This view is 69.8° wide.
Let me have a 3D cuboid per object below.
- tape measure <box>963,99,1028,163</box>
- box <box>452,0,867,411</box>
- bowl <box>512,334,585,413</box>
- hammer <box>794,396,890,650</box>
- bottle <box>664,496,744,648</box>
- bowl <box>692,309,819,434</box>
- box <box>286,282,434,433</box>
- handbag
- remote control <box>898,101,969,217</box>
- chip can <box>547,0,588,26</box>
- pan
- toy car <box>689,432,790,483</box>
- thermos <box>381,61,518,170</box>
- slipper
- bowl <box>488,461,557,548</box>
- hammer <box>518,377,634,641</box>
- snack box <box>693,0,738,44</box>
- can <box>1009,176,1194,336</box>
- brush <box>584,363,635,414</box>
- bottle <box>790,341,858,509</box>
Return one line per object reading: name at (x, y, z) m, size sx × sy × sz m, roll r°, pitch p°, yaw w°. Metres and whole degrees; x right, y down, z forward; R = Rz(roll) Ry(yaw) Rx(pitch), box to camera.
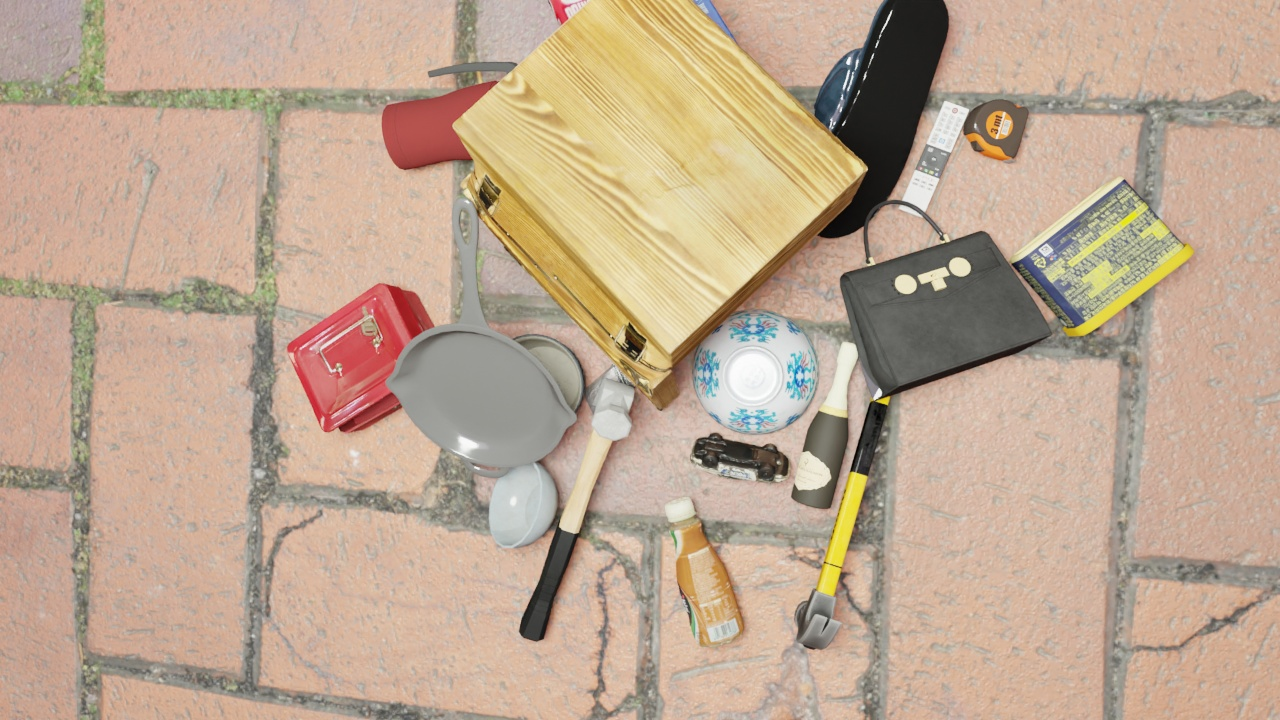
tape measure at (0.375, -0.246, 0.977) m, size 0.059 × 0.038 × 0.058 m, roll 13°, pitch 96°, yaw -5°
box at (-0.001, -0.132, 0.915) m, size 0.286 × 0.336 × 0.279 m, roll -42°, pitch 83°, yaw -5°
bowl at (-0.116, 0.027, 1.061) m, size 0.115 × 0.059 × 0.115 m, roll 1°, pitch 93°, yaw 10°
hammer at (0.226, 0.151, 0.983) m, size 0.034 × 0.170 × 0.324 m, roll 17°, pitch 83°, yaw 8°
bottle at (0.067, 0.238, 1.042) m, size 0.059 × 0.059 × 0.167 m, roll -18°, pitch 90°, yaw 10°
bowl at (0.125, 0.015, 1.012) m, size 0.144 × 0.074 × 0.144 m, roll 1°, pitch 93°, yaw 10°
box at (-0.316, 0.000, 1.085) m, size 0.158 × 0.097 × 0.129 m, roll -29°, pitch 83°, yaw 13°
handbag at (0.299, -0.081, 0.967) m, size 0.175 × 0.072 × 0.195 m, roll -18°, pitch 78°, yaw -10°
remote control at (0.319, -0.218, 0.998) m, size 0.028 × 0.011 × 0.124 m, roll 23°, pitch 97°, yaw 8°
chip can at (-0.046, -0.359, 1.023) m, size 0.073 × 0.073 × 0.233 m, roll -26°, pitch 89°, yaw 10°
pan at (-0.169, -0.013, 0.960) m, size 0.216 × 0.024 × 0.355 m, roll 10°, pitch 128°, yaw 9°
toy car at (0.112, 0.116, 1.036) m, size 0.113 × 0.048 × 0.041 m, roll 11°, pitch 126°, yaw 9°
thermos at (-0.188, -0.282, 1.041) m, size 0.199 × 0.083 × 0.108 m, roll -7°, pitch 111°, yaw 12°
slipper at (0.235, -0.264, 0.984) m, size 0.108 × 0.083 × 0.266 m, roll 8°, pitch 111°, yaw -29°
bowl at (-0.130, 0.167, 1.064) m, size 0.107 × 0.039 × 0.106 m, roll -25°, pitch 56°, yaw 43°
hammer at (-0.076, 0.174, 1.039) m, size 0.039 × 0.131 × 0.329 m, roll 18°, pitch 108°, yaw -6°
snack box at (0.054, -0.333, 0.964) m, size 0.069 × 0.155 × 0.202 m, roll -32°, pitch 88°, yaw 11°
can at (0.471, -0.107, 0.949) m, size 0.135 × 0.075 × 0.104 m, roll -40°, pitch 84°, yaw 9°
brush at (-0.006, 0.006, 1.065) m, size 0.151 × 0.012 × 0.039 m, roll -41°, pitch 87°, yaw 10°
bottle at (0.211, 0.070, 1.016) m, size 0.045 × 0.045 × 0.184 m, roll 14°, pitch 95°, yaw 8°
